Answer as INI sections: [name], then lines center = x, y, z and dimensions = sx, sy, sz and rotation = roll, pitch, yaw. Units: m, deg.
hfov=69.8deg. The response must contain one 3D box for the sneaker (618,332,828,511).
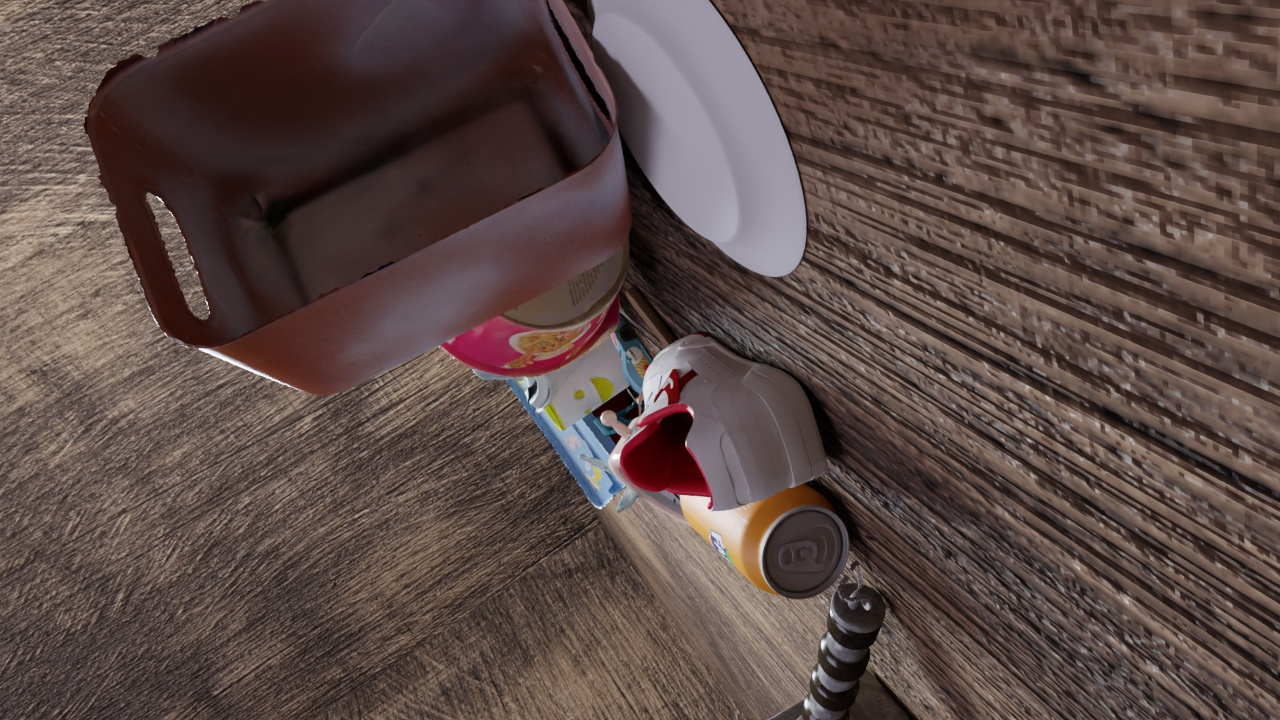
[sneaker]
center = 0.028, 0.047, 0.646
dimensions = 0.237, 0.104, 0.090
rotation = 28, 140, 68

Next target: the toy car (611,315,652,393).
[toy car]
center = -0.006, 0.005, 0.923
dimensions = 0.107, 0.027, 0.060
rotation = 56, 170, 5

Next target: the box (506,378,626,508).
[box]
center = -0.088, 0.077, 1.103
dimensions = 0.209, 0.020, 0.126
rotation = 54, 152, 8

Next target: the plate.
[plate]
center = 0.018, -0.120, 0.468
dimensions = 0.188, 0.016, 0.189
rotation = 54, 169, 14

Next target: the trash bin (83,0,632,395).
[trash bin]
center = -0.149, -0.109, 0.546
dimensions = 0.181, 0.259, 0.157
rotation = 62, 178, 15

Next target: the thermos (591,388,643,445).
[thermos]
center = -0.059, 0.034, 1.139
dimensions = 0.198, 0.084, 0.108
rotation = 52, -158, 15

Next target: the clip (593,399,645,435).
[clip]
center = 0.002, 0.054, 1.014
dimensions = 0.027, 0.104, 0.120
rotation = 58, 177, 13

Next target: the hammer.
[hammer]
center = 0.156, 0.266, 0.741
dimensions = 0.079, 0.176, 0.327
rotation = 48, 148, 40

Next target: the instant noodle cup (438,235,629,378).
[instant noodle cup]
center = -0.085, -0.081, 0.681
dimensions = 0.178, 0.178, 0.078
rotation = 57, 154, -4

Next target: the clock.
[clock]
center = 0.045, 0.100, 0.847
dimensions = 0.160, 0.086, 0.131
rotation = 35, 163, 17

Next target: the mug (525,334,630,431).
[mug]
center = -0.065, 0.015, 1.011
dimensions = 0.082, 0.106, 0.083
rotation = 54, 170, 14

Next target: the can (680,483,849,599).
[can]
center = 0.089, 0.117, 0.683
dimensions = 0.079, 0.079, 0.142
rotation = 60, 169, -19

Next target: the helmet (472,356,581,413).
[helmet]
center = -0.154, -0.087, 0.899
dimensions = 0.264, 0.163, 0.236
rotation = 27, 165, 40

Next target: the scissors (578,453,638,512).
[scissors]
center = 0.007, 0.118, 0.951
dimensions = 0.170, 0.014, 0.173
rotation = 24, -153, -22

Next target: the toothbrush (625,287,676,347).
[toothbrush]
center = 0.035, 0.001, 0.760
dimensions = 0.167, 0.016, 0.016
rotation = 53, 168, 22
